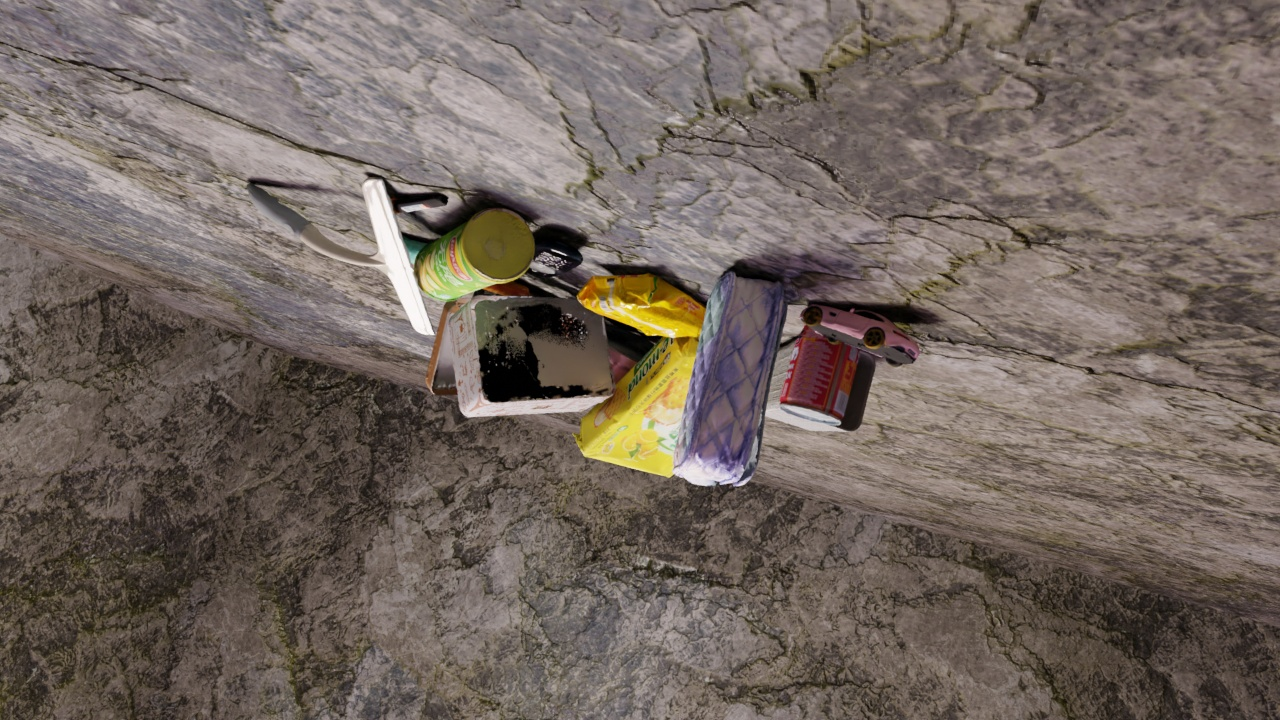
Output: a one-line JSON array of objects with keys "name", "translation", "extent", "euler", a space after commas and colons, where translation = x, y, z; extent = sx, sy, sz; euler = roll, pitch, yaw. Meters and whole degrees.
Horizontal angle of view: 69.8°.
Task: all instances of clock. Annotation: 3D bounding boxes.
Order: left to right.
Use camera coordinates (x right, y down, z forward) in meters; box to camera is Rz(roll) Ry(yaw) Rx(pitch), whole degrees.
[{"name": "clock", "translation": [-0.007, 0.007, 1.211], "extent": [0.158, 0.060, 0.117], "euler": [11, -158, -41]}]

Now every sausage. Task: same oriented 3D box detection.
[{"name": "sausage", "translation": [-0.214, -0.106, 1.151], "extent": [0.165, 0.021, 0.021], "euler": [18, 170, -6]}]

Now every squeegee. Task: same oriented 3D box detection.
[{"name": "squeegee", "translation": [-0.358, -0.142, 1.017], "extent": [0.247, 0.039, 0.247], "euler": [26, 149, 19]}]

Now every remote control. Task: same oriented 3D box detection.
[{"name": "remote control", "translation": [-0.094, -0.108, 0.940], "extent": [0.053, 0.024, 0.137], "euler": [19, 171, -20]}]

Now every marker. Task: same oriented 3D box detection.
[{"name": "marker", "translation": [-0.235, -0.158, 0.929], "extent": [0.124, 0.015, 0.018], "euler": [4, 166, 42]}]

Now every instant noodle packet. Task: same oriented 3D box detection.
[{"name": "instant noodle packet", "translation": [0.008, -0.059, 0.981], "extent": [0.111, 0.044, 0.128], "euler": [0, 165, 39]}]

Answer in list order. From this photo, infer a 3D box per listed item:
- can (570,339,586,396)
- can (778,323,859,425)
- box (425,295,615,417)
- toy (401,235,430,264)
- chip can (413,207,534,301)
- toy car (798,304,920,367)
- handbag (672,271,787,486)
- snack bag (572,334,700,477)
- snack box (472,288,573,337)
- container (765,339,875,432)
[{"name": "can", "translation": [-0.094, 0.000, 1.298], "extent": [0.053, 0.053, 0.134], "euler": [27, -170, -47]}, {"name": "can", "translation": [0.184, 0.012, 0.935], "extent": [0.066, 0.093, 0.066], "euler": [16, 171, 3]}, {"name": "box", "translation": [-0.159, -0.002, 1.129], "extent": [0.182, 0.152, 0.179], "euler": [-1, 163, -32]}, {"name": "toy", "translation": [-0.271, -0.125, 1.103], "extent": [0.092, 0.030, 0.097], "euler": [19, 151, 5]}, {"name": "chip can", "translation": [-0.179, -0.105, 0.956], "extent": [0.072, 0.072, 0.222], "euler": [21, 169, -24]}, {"name": "toy car", "translation": [0.204, -0.028, 0.856], "extent": [0.122, 0.037, 0.056], "euler": [24, 174, 45]}, {"name": "handbag", "translation": [0.085, 0.022, 0.861], "extent": [0.075, 0.193, 0.134], "euler": [15, 170, -3]}, {"name": "snack bag", "translation": [0.042, 0.049, 1.128], "extent": [0.158, 0.068, 0.247], "euler": [19, 131, -37]}, {"name": "snack box", "translation": [-0.153, -0.058, 1.254], "extent": [0.113, 0.053, 0.125], "euler": [6, 160, 47]}, {"name": "container", "translation": [0.191, 0.030, 1.028], "extent": [0.090, 0.090, 0.114], "euler": [19, 170, -9]}]
